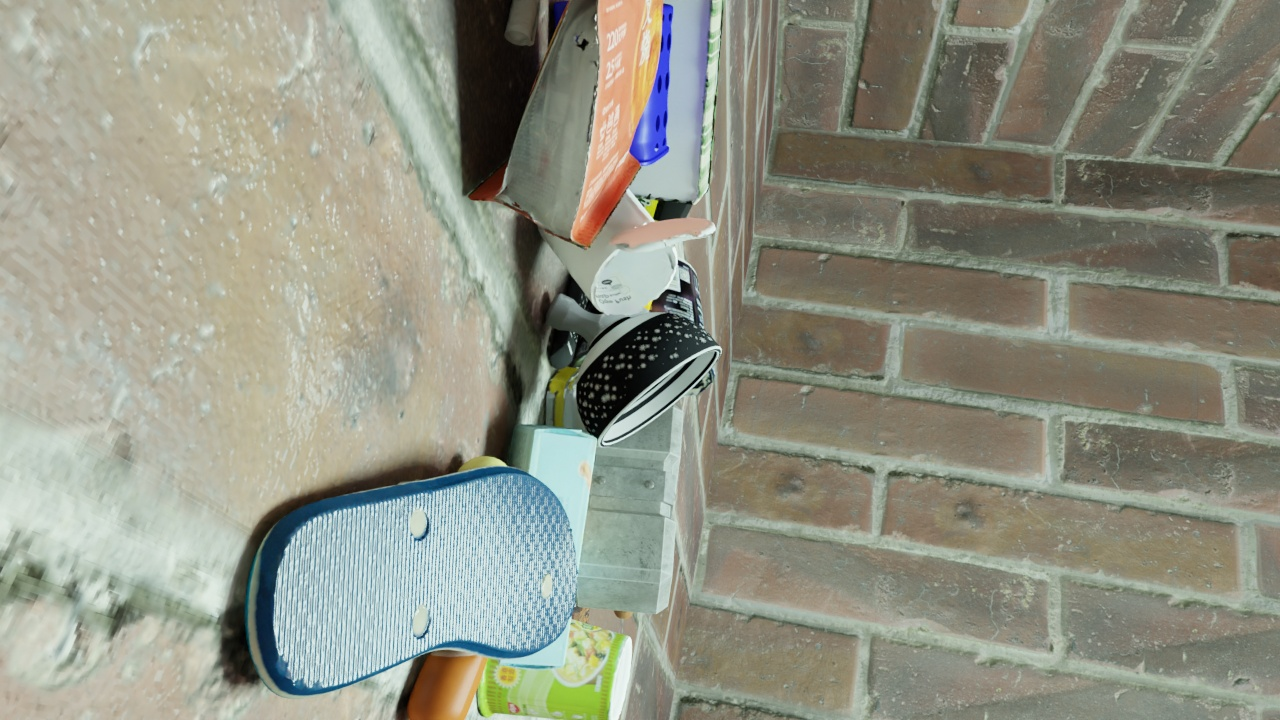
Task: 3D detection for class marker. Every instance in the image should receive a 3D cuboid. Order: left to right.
[{"bbox_3d":[-0.066,-0.268,0.599,0.020,0.017,0.133,20,75,-41],"label":"marker"}]

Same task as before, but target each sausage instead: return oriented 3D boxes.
[{"bbox_3d":[-0.113,0.163,0.612,0.044,0.039,0.164,52,43,-50],"label":"sausage"}]

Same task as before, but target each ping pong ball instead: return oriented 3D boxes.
[{"bbox_3d":[-0.103,0.083,0.606,0.040,0.040,0.040,9,89,-80],"label":"ping pong ball"}]

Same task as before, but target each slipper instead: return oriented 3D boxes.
[{"bbox_3d":[-0.118,0.116,0.513,0.294,0.060,0.118,18,74,-67],"label":"slipper"}]

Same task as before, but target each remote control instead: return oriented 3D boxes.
[{"bbox_3d":[-0.057,-0.061,0.830,0.033,0.015,0.146,79,21,-61],"label":"remote control"}]

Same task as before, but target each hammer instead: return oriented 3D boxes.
[{"bbox_3d":[-0.014,0.187,0.874,0.318,0.083,0.162,93,3,-56],"label":"hammer"},{"bbox_3d":[0.021,-0.122,0.861,0.029,0.127,0.322,-57,-171,50],"label":"hammer"}]

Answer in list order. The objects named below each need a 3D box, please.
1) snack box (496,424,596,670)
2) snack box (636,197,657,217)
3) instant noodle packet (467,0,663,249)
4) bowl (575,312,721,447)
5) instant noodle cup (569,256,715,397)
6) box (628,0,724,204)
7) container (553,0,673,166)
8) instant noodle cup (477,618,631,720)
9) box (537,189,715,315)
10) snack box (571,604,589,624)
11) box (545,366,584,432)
[{"bbox_3d":[-0.077,0.136,0.690,0.075,0.053,0.174,177,-79,-72],"label":"snack box"},{"bbox_3d":[-0.006,-0.095,1.019,0.181,0.045,0.121,87,12,-58],"label":"snack box"},{"bbox_3d":[-0.017,-0.204,0.562,0.164,0.084,0.221,-66,179,-56],"label":"instant noodle packet"},{"bbox_3d":[-0.004,0.004,0.710,0.120,0.066,0.120,-36,167,-10],"label":"bowl"},{"bbox_3d":[0.004,-0.034,0.887,0.137,0.137,0.112,77,15,-64],"label":"instant noodle cup"},{"bbox_3d":[0.009,-0.239,0.779,0.050,0.118,0.206,-62,156,-58],"label":"box"},{"bbox_3d":[-0.021,-0.218,0.713,0.085,0.084,0.114,-58,153,-64],"label":"container"},{"bbox_3d":[-0.067,0.253,0.757,0.099,0.108,0.099,8,89,-79],"label":"instant noodle cup"},{"bbox_3d":[-0.013,-0.090,0.662,0.155,0.084,0.126,55,-34,32],"label":"box"},{"bbox_3d":[-0.073,0.279,0.915,0.051,0.031,0.141,-123,-143,-72],"label":"snack box"},{"bbox_3d":[-0.066,0.108,0.856,0.064,0.037,0.210,-53,150,-67],"label":"box"}]
